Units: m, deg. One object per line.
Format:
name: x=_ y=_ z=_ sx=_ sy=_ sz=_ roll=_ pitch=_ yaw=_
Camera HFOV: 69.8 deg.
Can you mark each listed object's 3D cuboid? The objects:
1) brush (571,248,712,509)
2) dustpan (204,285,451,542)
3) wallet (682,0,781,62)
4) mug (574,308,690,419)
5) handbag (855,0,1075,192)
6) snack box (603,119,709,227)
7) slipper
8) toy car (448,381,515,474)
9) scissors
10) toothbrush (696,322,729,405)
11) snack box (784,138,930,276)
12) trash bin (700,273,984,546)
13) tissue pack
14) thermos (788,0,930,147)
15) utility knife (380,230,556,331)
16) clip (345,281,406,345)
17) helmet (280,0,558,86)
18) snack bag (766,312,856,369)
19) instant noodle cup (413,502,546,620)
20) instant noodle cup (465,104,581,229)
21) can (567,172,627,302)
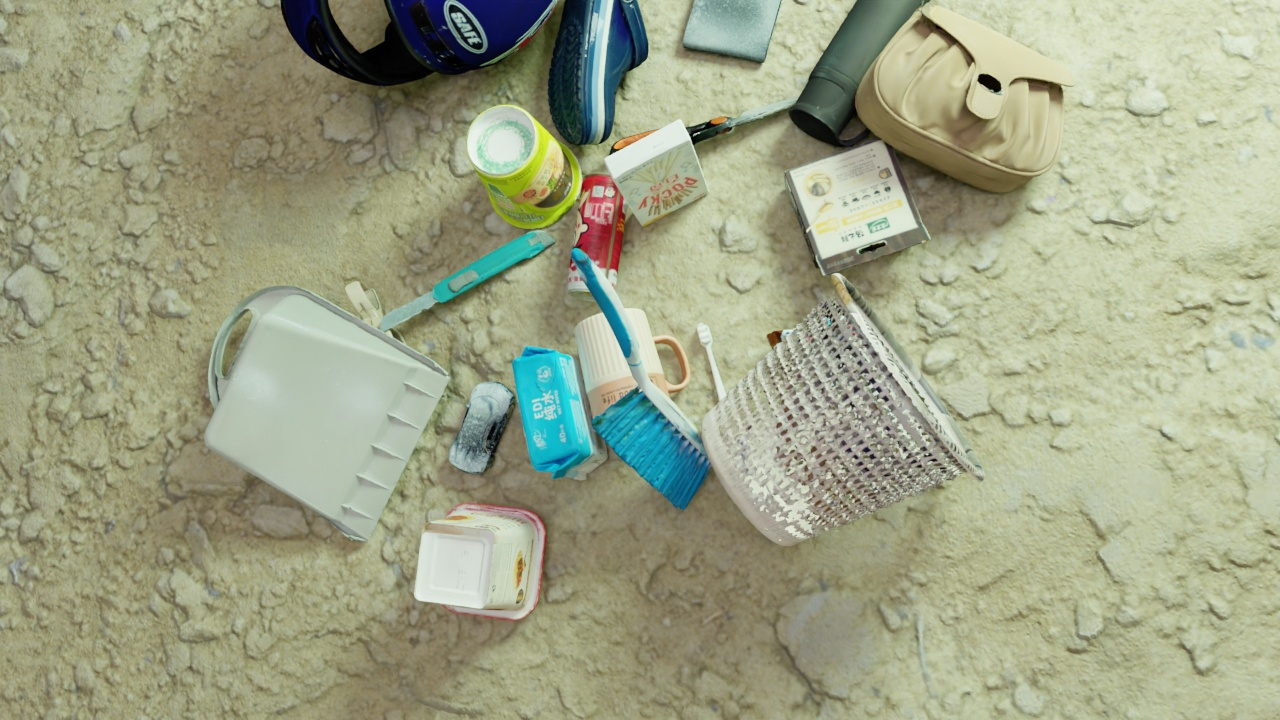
brush: x=-0.007 y=0.028 z=0.859 sx=0.109 sy=0.314 sz=0.060 roll=-41 pitch=39 yaw=4
dustpan: x=-0.374 y=0.037 z=1.041 sx=0.257 sy=0.142 sz=0.223 roll=27 pitch=99 yaw=-13
wallet: x=0.109 y=-0.400 z=1.038 sx=0.097 sy=0.019 sz=0.120 roll=14 pitch=82 yaw=11
mug: x=-0.006 y=0.006 z=0.964 sx=0.114 sy=0.082 sz=0.105 roll=-10 pitch=76 yaw=-18
handbag: x=0.328 y=-0.264 z=0.915 sx=0.204 sy=0.100 sz=0.147 roll=23 pitch=82 yaw=-4
snack box: x=0.020 y=-0.189 z=0.947 sx=0.085 sy=0.157 sz=0.027 roll=-27 pitch=77 yaw=6
slipper: x=-0.040 y=-0.361 z=1.026 sx=0.095 sy=0.105 sz=0.253 roll=5 pitch=92 yaw=-24
toy car: x=-0.175 y=0.072 z=1.006 sx=0.049 sy=0.031 sz=0.105 roll=19 pitch=84 yaw=13
scissors: x=0.078 y=-0.242 z=0.992 sx=0.235 sy=0.022 sz=0.138 roll=-7 pitch=34 yaw=16
toothbrush: x=0.088 y=0.045 z=0.965 sx=0.016 sy=0.016 sz=0.180 roll=-17 pitch=78 yaw=9
snack box: x=0.223 y=-0.155 z=0.954 sx=0.113 sy=0.053 sz=0.125 roll=-18 pitch=78 yaw=7
trash bin: x=0.173 y=0.064 z=0.857 sx=0.192 sy=0.227 sz=0.227 roll=-37 pitch=75 yaw=17
tissue pack: x=-0.086 y=0.056 z=0.959 sx=0.063 sy=0.090 sz=0.140 roll=-17 pitch=77 yaw=15
thermos: x=0.256 y=-0.344 z=0.981 sx=0.090 sy=0.068 sz=0.242 roll=32 pitch=90 yaw=-18
utility knife: x=-0.195 y=-0.091 z=1.030 sx=0.219 sy=0.013 sz=0.029 roll=-30 pitch=77 yaw=-5
clip: x=-0.301 y=-0.042 z=1.044 sx=0.035 sy=0.074 sz=0.100 roll=-27 pitch=78 yaw=6
helmet: x=-0.209 y=-0.426 z=0.982 sx=0.240 sy=0.247 sz=0.315 roll=29 pitch=80 yaw=33
snack bag: x=0.187 y=-0.026 z=0.952 sx=0.105 sy=0.026 sz=0.045 roll=-22 pitch=97 yaw=7
instant noodle cup: x=-0.167 y=0.206 z=0.933 sx=0.116 sy=0.124 sz=0.116 roll=4 pitch=82 yaw=12
instant noodle cup: x=-0.133 y=-0.215 z=0.998 sx=0.112 sy=0.123 sz=0.111 roll=-2 pitch=80 yaw=10
can: x=-0.046 y=-0.133 z=1.003 sx=0.053 sy=0.053 sz=0.132 roll=6 pitch=82 yaw=12
